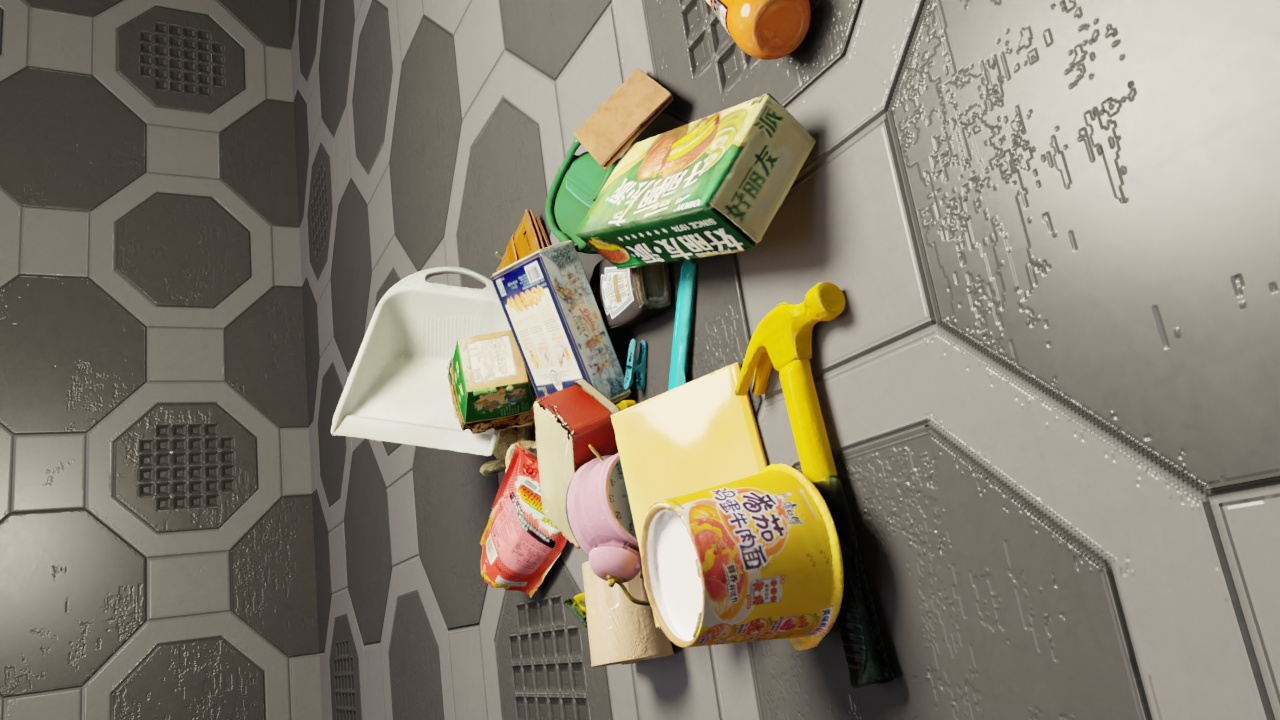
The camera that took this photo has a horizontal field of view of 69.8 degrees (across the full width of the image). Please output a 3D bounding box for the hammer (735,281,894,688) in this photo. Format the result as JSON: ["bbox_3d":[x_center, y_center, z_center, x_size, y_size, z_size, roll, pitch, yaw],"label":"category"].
[{"bbox_3d":[0.142,0.096,0.714,0.129,0.032,0.300,-40,55,54],"label":"hammer"}]

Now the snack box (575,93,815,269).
[{"bbox_3d":[0.040,-0.151,0.821,0.240,0.063,0.114,4,60,61],"label":"snack box"}]

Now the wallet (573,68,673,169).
[{"bbox_3d":[-0.019,-0.251,0.951,0.101,0.020,0.115,-44,32,10],"label":"wallet"}]

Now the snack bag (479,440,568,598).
[{"bbox_3d":[-0.145,0.211,1.182,0.128,0.073,0.208,42,128,21],"label":"snack bag"}]

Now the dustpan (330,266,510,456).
[{"bbox_3d":[-0.283,-0.014,1.273,0.257,0.223,0.143,-81,-2,-59],"label":"dustpan"}]

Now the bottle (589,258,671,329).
[{"bbox_3d":[-0.031,-0.072,1.014,0.195,0.044,0.080,-15,81,61],"label":"bottle"}]

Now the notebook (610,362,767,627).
[{"bbox_3d":[0.052,0.120,0.829,0.146,0.010,0.206,-25,65,26],"label":"notebook"}]

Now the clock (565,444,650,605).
[{"bbox_3d":[-0.007,0.161,0.898,0.060,0.117,0.158,-32,60,44],"label":"clock"}]

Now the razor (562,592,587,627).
[{"bbox_3d":[-0.052,0.258,1.061,0.043,0.028,0.133,45,135,22],"label":"razor"}]

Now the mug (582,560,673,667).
[{"bbox_3d":[-0.016,0.262,0.960,0.125,0.084,0.103,94,168,-70],"label":"mug"}]

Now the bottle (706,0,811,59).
[{"bbox_3d":[0.090,-0.308,0.787,0.149,0.066,0.067,-117,39,-51],"label":"bottle"}]

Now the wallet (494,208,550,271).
[{"bbox_3d":[-0.158,-0.130,1.256,0.131,0.035,0.119,-55,50,45],"label":"wallet"}]

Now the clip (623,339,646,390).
[{"bbox_3d":[-0.004,0.005,0.989,0.014,0.047,0.057,11,97,61],"label":"clip"}]

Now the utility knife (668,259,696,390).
[{"bbox_3d":[0.043,-0.026,0.914,0.029,0.013,0.151,12,98,57],"label":"utility knife"}]

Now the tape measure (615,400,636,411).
[{"bbox_3d":[-0.017,0.075,1.000,0.060,0.028,0.057,-41,54,54],"label":"tape measure"}]

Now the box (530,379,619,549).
[{"bbox_3d":[-0.073,0.116,0.993,0.091,0.080,0.169,36,138,43],"label":"box"}]

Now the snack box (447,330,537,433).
[{"bbox_3d":[-0.189,0.019,1.190,0.106,0.118,0.117,104,154,-62],"label":"snack box"}]

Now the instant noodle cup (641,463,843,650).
[{"bbox_3d":[0.070,0.153,0.697,0.138,0.109,0.138,174,90,-66],"label":"instant noodle cup"}]

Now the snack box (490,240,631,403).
[{"bbox_3d":[-0.098,-0.033,1.062,0.178,0.045,0.182,-8,104,63],"label":"snack box"}]

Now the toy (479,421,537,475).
[{"bbox_3d":[-0.178,0.120,1.265,0.105,0.066,0.157,-47,25,-10],"label":"toy"}]

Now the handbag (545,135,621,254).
[{"bbox_3d":[-0.049,-0.183,1.021,0.131,0.067,0.120,44,126,52],"label":"handbag"}]
